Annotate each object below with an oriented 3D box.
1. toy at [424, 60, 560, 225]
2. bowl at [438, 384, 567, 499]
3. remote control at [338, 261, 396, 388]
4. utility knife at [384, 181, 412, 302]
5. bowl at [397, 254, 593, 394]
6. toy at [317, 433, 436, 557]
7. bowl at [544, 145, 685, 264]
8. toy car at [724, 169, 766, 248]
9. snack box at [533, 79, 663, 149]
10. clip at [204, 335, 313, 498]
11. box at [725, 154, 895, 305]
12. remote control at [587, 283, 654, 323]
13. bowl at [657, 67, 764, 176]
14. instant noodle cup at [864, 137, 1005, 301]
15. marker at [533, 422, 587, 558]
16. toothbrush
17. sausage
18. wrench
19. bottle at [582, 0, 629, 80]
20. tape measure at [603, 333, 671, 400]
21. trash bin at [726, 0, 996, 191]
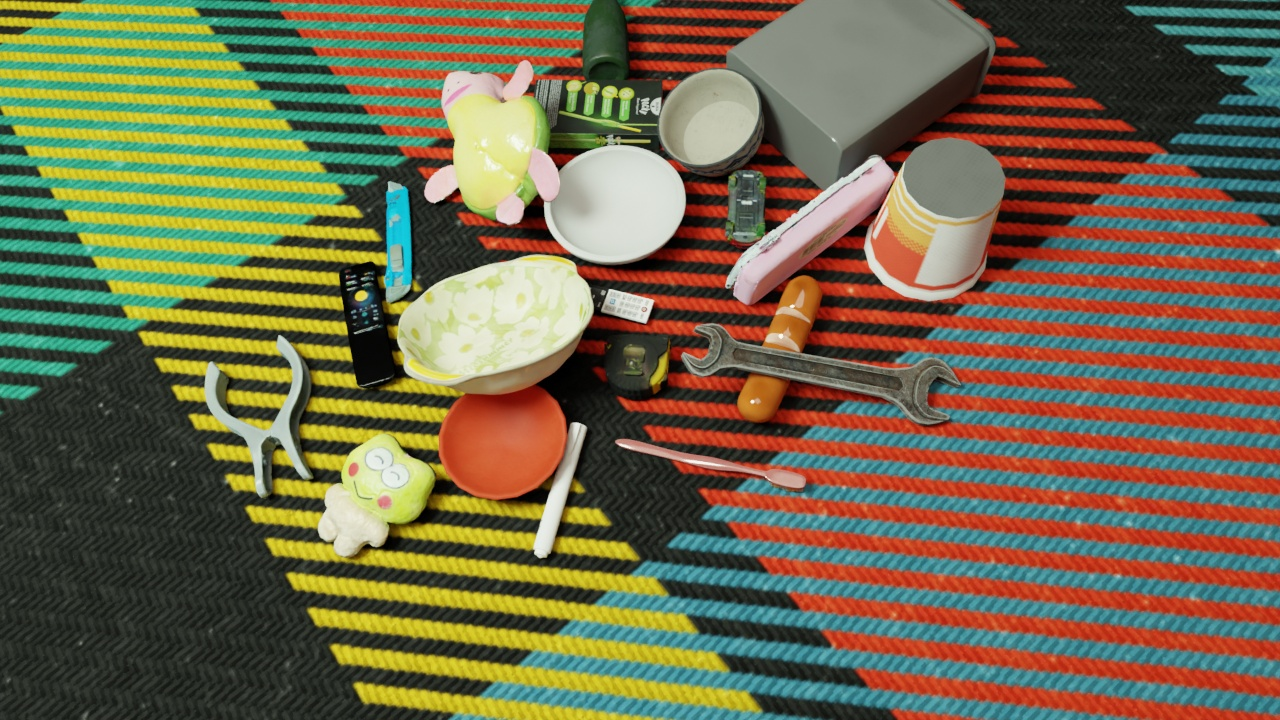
[{"bbox_3d":[-0.158,-0.234,1.000,0.190,0.087,0.238,-51,52,22],"label":"toy"},{"bbox_3d":[-0.129,0.079,0.876,0.122,0.035,0.121,-2,64,3],"label":"bowl"},{"bbox_3d":[-0.284,-0.039,0.955,0.041,0.020,0.151,-17,63,-4],"label":"remote control"},{"bbox_3d":[-0.266,-0.133,1.003,0.031,0.015,0.158,-8,62,-5],"label":"utility knife"},{"bbox_3d":[-0.135,-0.023,0.891,0.189,0.060,0.218,12,41,26],"label":"bowl"},{"bbox_3d":[-0.251,0.129,0.856,0.092,0.046,0.115,36,79,16],"label":"toy"},{"bbox_3d":[-0.026,-0.158,0.981,0.149,0.043,0.149,-2,64,4],"label":"bowl"},{"bbox_3d":[0.112,-0.161,0.977,0.042,0.036,0.091,2,63,5],"label":"toy car"},{"bbox_3d":[-0.050,-0.284,1.055,0.147,0.025,0.080,2,64,5],"label":"snack box"},{"bbox_3d":[-0.346,0.042,0.915,0.143,0.029,0.172,-32,67,-10],"label":"clip"},{"bbox_3d":[0.171,-0.136,0.935,0.202,0.086,0.044,-37,76,-13],"label":"box"},{"bbox_3d":[-0.048,-0.064,0.954,0.124,0.012,0.028,15,66,11],"label":"remote control"},{"bbox_3d":[0.082,-0.252,1.002,0.116,0.059,0.115,-6,74,20],"label":"bowl"},{"bbox_3d":[0.295,-0.144,0.908,0.123,0.121,0.123,-2,64,3],"label":"instant noodle cup"},{"bbox_3d":[-0.075,0.120,0.861,0.017,0.020,0.133,13,65,6],"label":"marker"},{"bbox_3d":[0.064,0.097,0.868,0.184,0.016,0.015,12,65,13],"label":"toothbrush"},{"bbox_3d":[0.138,-0.011,0.897,0.039,0.044,0.164,18,67,18],"label":"sausage"},{"bbox_3d":[0.173,0.010,0.865,0.273,0.010,0.070,10,69,-7],"label":"wrench"},{"bbox_3d":[-0.042,-0.406,1.100,0.055,0.055,0.174,-3,62,2],"label":"bottle"},{"bbox_3d":[-0.005,0.005,0.902,0.067,0.038,0.062,4,64,5],"label":"tape measure"},{"bbox_3d":[0.237,-0.319,1.014,0.219,0.098,0.192,-36,67,-12],"label":"trash bin"}]
